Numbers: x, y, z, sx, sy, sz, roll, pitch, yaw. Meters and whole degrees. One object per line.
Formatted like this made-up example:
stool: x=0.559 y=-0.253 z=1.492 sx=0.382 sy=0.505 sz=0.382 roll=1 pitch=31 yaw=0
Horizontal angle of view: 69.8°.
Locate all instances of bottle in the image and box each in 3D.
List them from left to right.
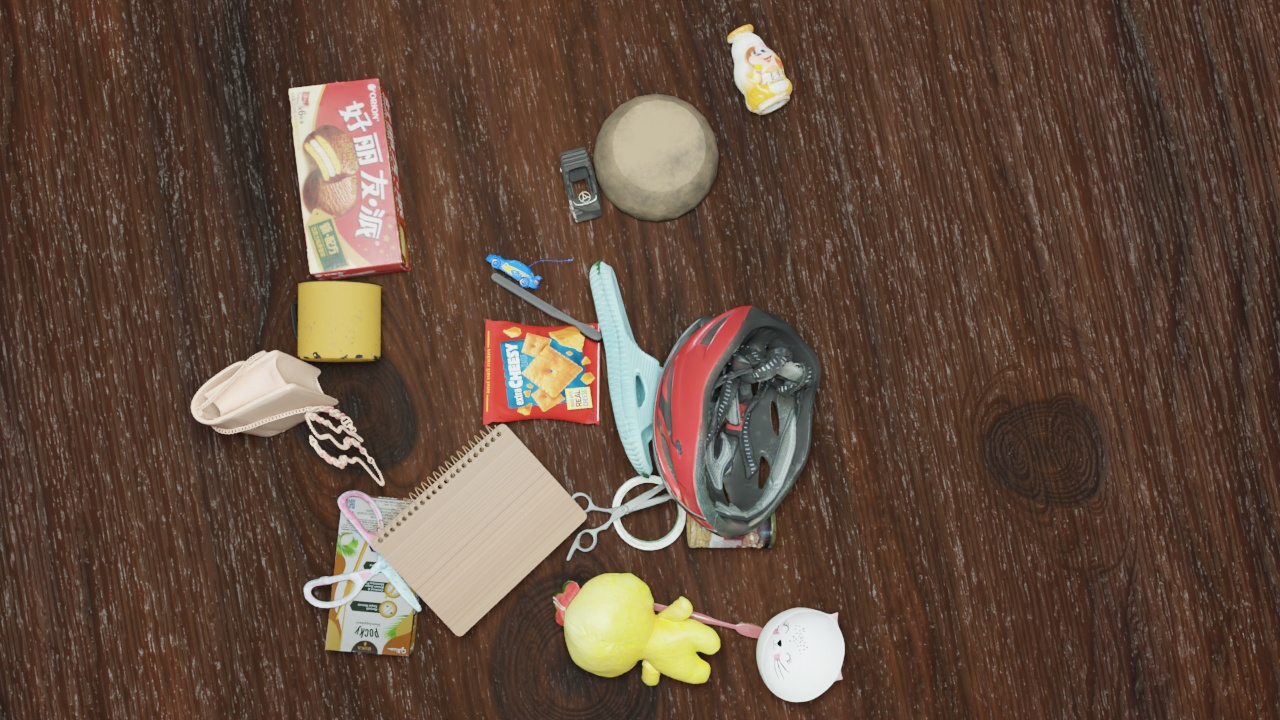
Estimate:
bottle: x=0.112 y=0.206 z=1.146 sx=0.105 sy=0.056 sz=0.056 roll=1 pitch=86 yaw=-3
bottle: x=0.149 y=-0.374 z=1.178 sx=0.063 sy=0.063 sz=0.109 roll=-24 pitch=89 yaw=-4

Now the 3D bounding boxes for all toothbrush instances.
toothbrush: x=-0.120 y=-0.067 z=1.157 sx=0.167 sy=0.013 sz=0.012 roll=31 pitch=62 yaw=11
toothbrush: x=0.067 y=0.323 z=1.161 sx=0.184 sy=0.016 sz=0.015 roll=13 pitch=86 yaw=1

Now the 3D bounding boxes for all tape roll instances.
tape roll: x=0.011 y=0.192 z=1.161 sx=0.094 sy=0.018 sz=0.094 roll=0 pitch=87 yaw=-3

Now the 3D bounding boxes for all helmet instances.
helmet: x=0.107 y=0.071 z=1.088 sx=0.217 sy=0.167 sz=0.272 roll=15 pitch=83 yaw=-44

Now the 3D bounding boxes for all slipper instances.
slipper: x=-0.007 y=0.007 z=1.127 sx=0.069 sy=0.116 sz=0.276 roll=-13 pitch=83 yaw=8

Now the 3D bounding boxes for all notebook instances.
notebook: x=-0.197 y=0.200 z=1.115 sx=0.210 sy=0.022 sz=0.169 roll=-42 pitch=94 yaw=-11

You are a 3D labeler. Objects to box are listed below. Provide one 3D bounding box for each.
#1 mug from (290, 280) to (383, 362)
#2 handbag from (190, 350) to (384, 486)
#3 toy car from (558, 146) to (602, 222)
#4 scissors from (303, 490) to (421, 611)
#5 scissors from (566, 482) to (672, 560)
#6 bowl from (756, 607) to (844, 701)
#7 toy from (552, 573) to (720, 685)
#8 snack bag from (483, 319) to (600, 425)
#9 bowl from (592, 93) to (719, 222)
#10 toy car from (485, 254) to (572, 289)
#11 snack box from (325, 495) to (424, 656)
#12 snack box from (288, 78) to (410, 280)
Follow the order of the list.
mug: x=-0.376 y=-0.045 z=1.119 sx=0.124 sy=0.100 sz=0.094 roll=-1 pitch=88 yaw=21
handbag: x=-0.411 y=0.091 z=1.056 sx=0.116 sy=0.199 sz=0.187 roll=-32 pitch=81 yaw=-5
toy car: x=-0.075 y=-0.220 z=1.158 sx=0.040 sy=0.037 sz=0.092 roll=-16 pitch=120 yaw=-5
scissors: x=-0.333 y=0.247 z=1.111 sx=0.175 sy=0.013 sz=0.170 roll=-37 pitch=92 yaw=-6
scissors: x=-0.026 y=0.199 z=1.140 sx=0.160 sy=0.014 sz=0.120 roll=3 pitch=86 yaw=21
bowl: x=0.190 y=0.358 z=1.137 sx=0.114 sy=0.051 sz=0.114 roll=-1 pitch=94 yaw=-20
toy: x=-0.008 y=0.333 z=1.116 sx=0.207 sy=0.092 sz=0.134 roll=17 pitch=99 yaw=-7
snack bag: x=-0.123 y=0.015 z=1.153 sx=0.144 sy=0.039 sz=0.130 roll=1 pitch=85 yaw=-7
bowl: x=0.021 y=-0.261 z=1.162 sx=0.162 sy=0.070 sz=0.162 roll=0 pitch=87 yaw=-3
toy car: x=-0.142 y=-0.126 z=1.162 sx=0.092 sy=0.033 sz=0.062 roll=33 pitch=92 yaw=-1
snack box: x=-0.324 y=0.263 z=1.133 sx=0.101 sy=0.032 sz=0.186 roll=6 pitch=86 yaw=-3
snack box: x=-0.362 y=-0.223 z=1.145 sx=0.113 sy=0.060 sz=0.236 roll=-7 pitch=87 yaw=-5
